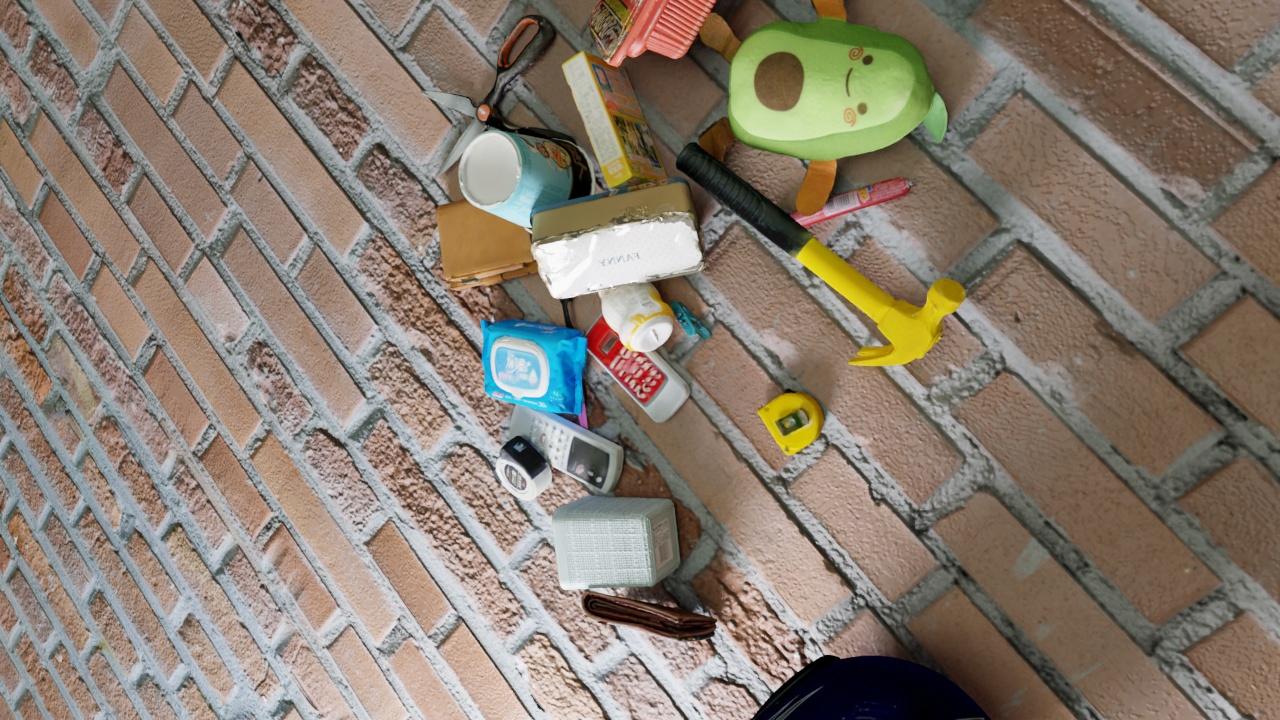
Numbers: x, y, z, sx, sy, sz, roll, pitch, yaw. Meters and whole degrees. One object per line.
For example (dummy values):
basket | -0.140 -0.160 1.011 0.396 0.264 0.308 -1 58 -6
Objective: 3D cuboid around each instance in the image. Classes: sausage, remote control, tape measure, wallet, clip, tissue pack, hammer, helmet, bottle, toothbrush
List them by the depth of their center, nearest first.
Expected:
helmet | 0.183 0.407 0.811 0.316 0.240 0.247 -44 75 13
hammer | 0.152 -0.106 0.858 0.301 0.032 0.129 42 141 15
sausage | 0.187 -0.148 0.880 0.156 0.020 0.020 -15 88 29
tape measure | 0.152 0.060 0.916 0.057 0.028 0.060 -37 78 26
clip | 0.050 -0.043 0.966 0.054 0.034 0.013 49 113 27
bottle | -0.012 -0.062 0.975 0.063 0.063 0.108 -50 58 23
wallet | 0.010 0.273 0.977 0.125 0.101 0.032 6 78 29
remote control | -0.006 0.006 1.002 0.136 0.020 0.056 47 114 17
tissue pack | -0.127 0.005 1.041 0.157 0.052 0.095 11 107 34
toothbrush | -0.074 -0.004 1.045 0.014 0.017 0.189 -5 97 30
remote control | -0.087 0.098 1.052 0.150 0.021 0.058 24 114 25
tape measure | -0.136 0.129 1.068 0.066 0.033 0.066 42 141 10
wallet | -0.178 -0.143 1.074 0.132 0.031 0.108 -9 87 29

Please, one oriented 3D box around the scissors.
scissors | -0.162 -0.292 1.054 0.234 0.021 0.221 35 110 20

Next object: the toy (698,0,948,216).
toy | 0.155 -0.249 0.847 0.247 0.089 0.227 9 109 32

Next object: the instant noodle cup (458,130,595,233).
instant noodle cup | -0.123 -0.189 0.960 0.111 0.120 0.111 0 90 27

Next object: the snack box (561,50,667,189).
snack box | -0.024 -0.243 0.947 0.034 0.086 0.140 -26 83 27

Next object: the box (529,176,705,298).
box | -0.029 -0.121 0.929 0.184 0.090 0.061 -8 50 9

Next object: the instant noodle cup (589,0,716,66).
instant noodle cup | 0.027 -0.368 0.880 0.079 0.164 0.189 22 113 -21

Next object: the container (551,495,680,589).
container | -0.023 0.195 0.995 0.112 0.090 0.090 -6 92 26
